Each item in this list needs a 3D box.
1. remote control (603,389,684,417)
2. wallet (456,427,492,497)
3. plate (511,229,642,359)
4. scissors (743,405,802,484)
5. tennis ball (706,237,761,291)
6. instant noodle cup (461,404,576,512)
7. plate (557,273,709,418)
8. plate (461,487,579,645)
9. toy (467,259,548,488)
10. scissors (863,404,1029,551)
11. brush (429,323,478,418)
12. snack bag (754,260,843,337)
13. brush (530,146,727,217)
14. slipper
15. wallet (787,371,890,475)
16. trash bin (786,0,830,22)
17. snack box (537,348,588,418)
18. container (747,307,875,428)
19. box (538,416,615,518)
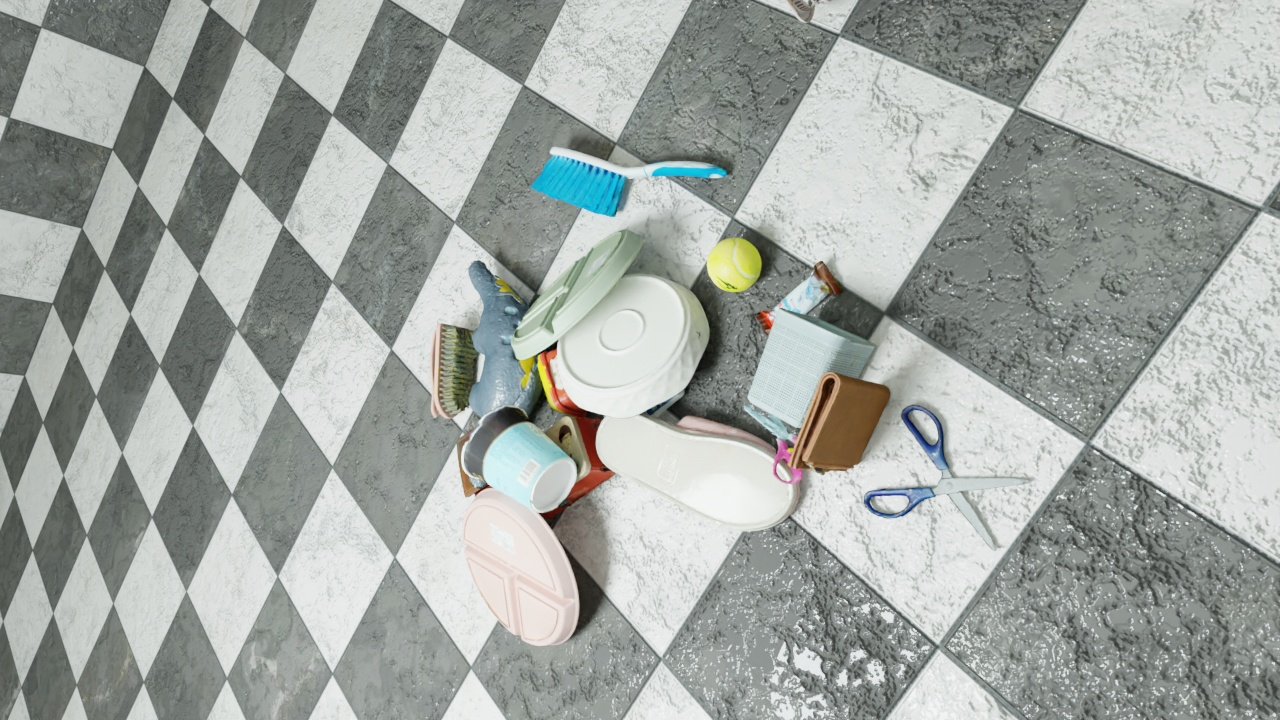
[{"bbox_3d":[0.005,0.058,1.194,0.125,0.024,0.049,-40,59,26],"label":"remote control"},{"bbox_3d":[-0.223,0.135,1.365,0.125,0.032,0.101,-34,59,29],"label":"wallet"},{"bbox_3d":[-0.088,-0.091,1.203,0.230,0.027,0.229,-41,17,15],"label":"plate"},{"bbox_3d":[0.172,0.083,1.047,0.093,0.017,0.137,-13,45,-3],"label":"scissors"},{"bbox_3d":[0.114,-0.116,1.111,0.066,0.065,0.065,-9,76,38],"label":"tennis ball"},{"bbox_3d":[-0.147,0.131,1.168,0.120,0.111,0.111,30,101,33],"label":"instant noodle cup"},{"bbox_3d":[-0.017,-0.027,1.162,0.205,0.045,0.204,-13,56,19],"label":"plate"},{"bbox_3d":[-0.169,0.281,1.228,0.230,0.028,0.230,22,122,40],"label":"plate"},{"bbox_3d":[-0.197,0.006,1.319,0.138,0.091,0.355,-12,67,26],"label":"toy"},{"bbox_3d":[0.306,0.121,0.942,0.176,0.012,0.162,-21,68,34],"label":"scissors"},{"bbox_3d":[-0.296,0.018,1.426,0.073,0.063,0.145,-3,81,35],"label":"brush"},{"bbox_3d":[0.184,-0.067,1.070,0.104,0.026,0.048,-40,71,27],"label":"snack bag"},{"bbox_3d":[-0.024,-0.246,1.261,0.315,0.060,0.109,25,94,37],"label":"brush"},{"bbox_3d":[0.067,0.126,1.108,0.275,0.054,0.114,15,96,31],"label":"slipper"},{"bbox_3d":[0.208,0.068,0.955,0.031,0.131,0.108,28,101,37],"label":"wallet"},{"bbox_3d":[0.244,-0.511,1.001,0.192,0.227,0.227,-9,76,25],"label":"trash bin"},{"bbox_3d":[-0.086,0.021,1.242,0.080,0.082,0.091,-30,62,21],"label":"snack box"},{"bbox_3d":[0.184,0.012,1.014,0.090,0.089,0.111,30,103,39],"label":"container"},{"bbox_3d":[-0.107,0.146,1.246,0.169,0.076,0.091,-38,60,35],"label":"box"}]
